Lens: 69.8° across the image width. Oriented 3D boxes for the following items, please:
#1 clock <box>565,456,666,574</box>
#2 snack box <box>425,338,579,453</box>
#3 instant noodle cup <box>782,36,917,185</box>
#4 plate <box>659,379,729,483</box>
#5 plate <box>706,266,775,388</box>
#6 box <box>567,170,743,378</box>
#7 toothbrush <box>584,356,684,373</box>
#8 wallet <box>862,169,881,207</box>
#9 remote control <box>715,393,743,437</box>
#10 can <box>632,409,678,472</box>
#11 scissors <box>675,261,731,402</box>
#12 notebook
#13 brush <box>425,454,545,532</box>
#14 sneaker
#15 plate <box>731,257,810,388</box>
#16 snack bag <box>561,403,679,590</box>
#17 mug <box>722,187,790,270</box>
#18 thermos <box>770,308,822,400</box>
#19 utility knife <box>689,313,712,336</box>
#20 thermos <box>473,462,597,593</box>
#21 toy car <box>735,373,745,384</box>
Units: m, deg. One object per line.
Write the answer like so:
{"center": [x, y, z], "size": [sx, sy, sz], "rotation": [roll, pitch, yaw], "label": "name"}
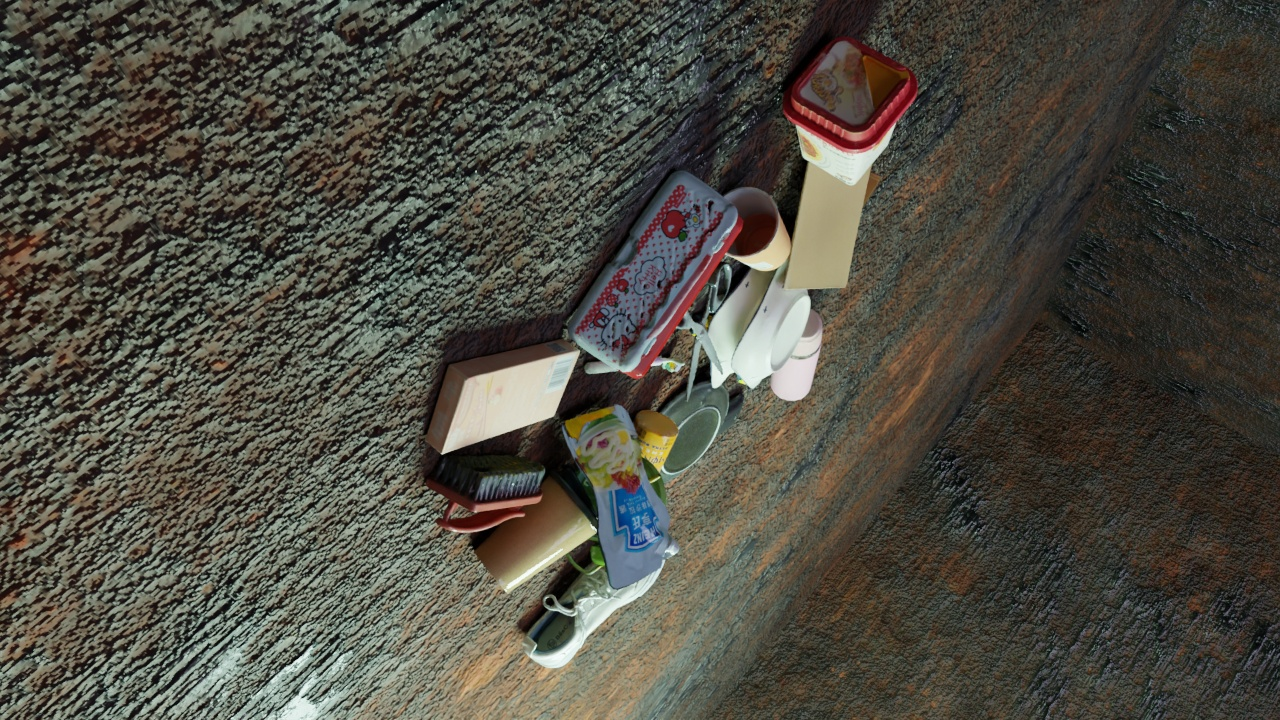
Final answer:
{"center": [-0.040, 0.183, 1.108], "size": [0.056, 0.116, 0.161], "rotation": [17, 104, -52], "label": "clock"}
{"center": [-0.127, 0.031, 0.863], "size": [0.157, 0.026, 0.085], "rotation": [-15, 135, -53], "label": "snack box"}
{"center": [0.227, -0.266, 1.006], "size": [0.116, 0.116, 0.124], "rotation": [-50, 161, -8], "label": "instant noodle cup"}
{"center": [0.064, 0.106, 1.266], "size": [0.179, 0.024, 0.180], "rotation": [-30, 142, -27], "label": "plate"}
{"center": [0.144, -0.048, 1.200], "size": [0.163, 0.034, 0.164], "rotation": [-52, 155, -24], "label": "plate"}
{"center": [0.009, -0.089, 0.920], "size": [0.100, 0.095, 0.201], "rotation": [33, 92, -26], "label": "box"}
{"center": [-0.006, 0.006, 1.052], "size": [0.189, 0.029, 0.020], "rotation": [-2, 82, -58], "label": "toothbrush"}
{"center": [0.271, -0.218, 1.237], "size": [0.124, 0.032, 0.101], "rotation": [-3, 128, -58], "label": "wallet"}
{"center": [0.117, 0.091, 1.367], "size": [0.136, 0.024, 0.053], "rotation": [-29, 144, -42], "label": "remote control"}
{"center": [-0.004, 0.136, 1.172], "size": [0.058, 0.058, 0.146], "rotation": [-14, 134, -54], "label": "can"}
{"center": [0.070, -0.035, 1.088], "size": [0.159, 0.014, 0.181], "rotation": [9, 102, -49], "label": "scissors"}
{"center": [0.240, -0.192, 1.151], "size": [0.147, 0.008, 0.208], "rotation": [-7, 112, -47], "label": "notebook"}
{"center": [-0.148, 0.133, 0.915], "size": [0.145, 0.063, 0.069], "rotation": [9, 103, -64], "label": "brush"}
{"center": [-0.070, 0.323, 1.274], "size": [0.242, 0.089, 0.091], "rotation": [-45, 150, -5], "label": "sneaker"}
{"center": [0.181, -0.040, 1.197], "size": [0.163, 0.034, 0.164], "rotation": [-63, 157, -3], "label": "plate"}
{"center": [-0.021, 0.147, 1.017], "size": [0.039, 0.191, 0.110], "rotation": [-25, 173, 36], "label": "snack bag"}
{"center": [0.131, -0.142, 1.043], "size": [0.078, 0.078, 0.122], "rotation": [-57, 159, 6], "label": "mug"}
{"center": [0.230, -0.017, 1.376], "size": [0.067, 0.087, 0.199], "rotation": [-16, 152, -3], "label": "thermos"}
{"center": [0.108, -0.027, 1.212], "size": [0.033, 0.015, 0.223], "rotation": [-54, 156, 4], "label": "utility knife"}
{"center": [-0.112, 0.190, 1.029], "size": [0.143, 0.093, 0.093], "rotation": [-38, 152, -13], "label": "thermos"}
{"center": [0.169, -0.013, 1.306], "size": [0.105, 0.032, 0.048], "rotation": [-57, 158, -20], "label": "toy car"}
